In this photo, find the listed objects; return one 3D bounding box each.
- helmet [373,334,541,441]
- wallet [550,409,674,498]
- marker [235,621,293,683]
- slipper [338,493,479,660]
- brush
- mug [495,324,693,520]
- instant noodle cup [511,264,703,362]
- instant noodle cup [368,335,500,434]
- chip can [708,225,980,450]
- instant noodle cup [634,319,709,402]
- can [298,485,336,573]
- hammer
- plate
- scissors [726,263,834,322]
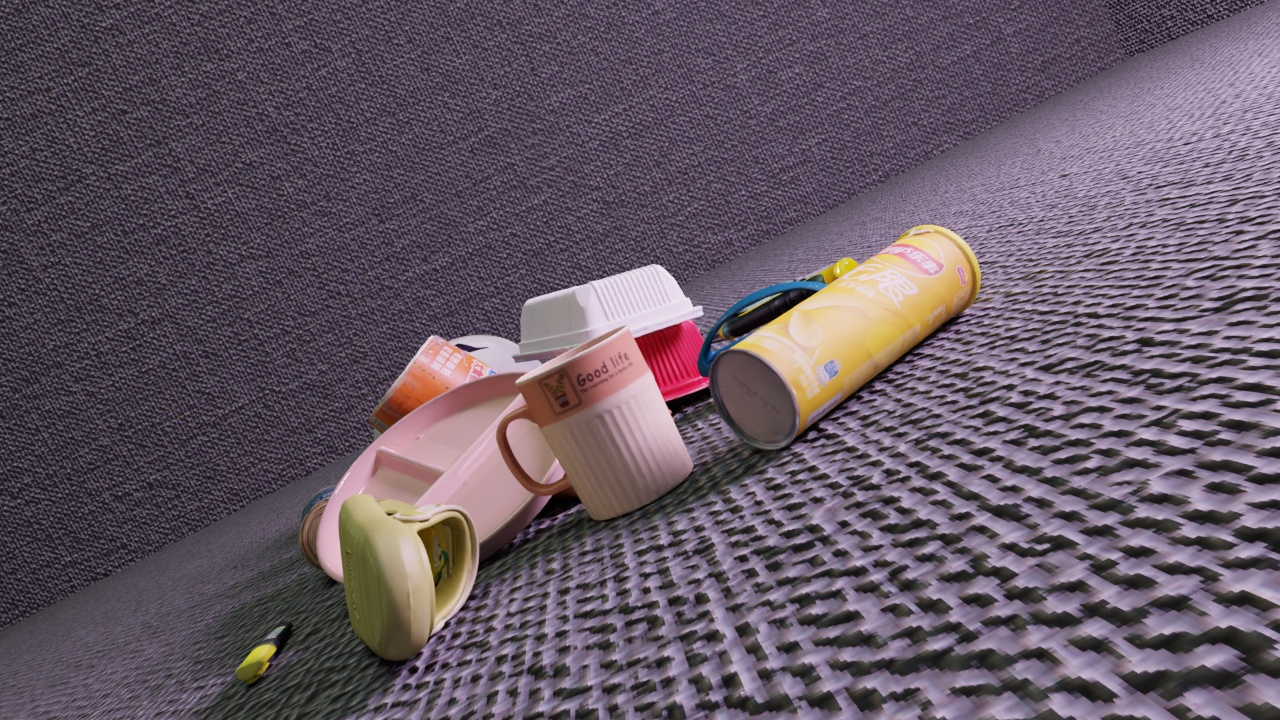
[{"bbox_3d":[-0.250,0.057,1.235,0.273,0.157,0.230,-29,6,-21],"label":"helmet"},{"bbox_3d":[-0.041,0.079,0.753,0.107,0.031,0.132,-32,9,-29],"label":"wallet"},{"bbox_3d":[-0.278,0.216,0.685,0.018,0.015,0.124,-27,3,-10],"label":"marker"},{"bbox_3d":[-0.138,0.129,0.560,0.081,0.091,0.191,-3,-2,-22],"label":"slipper"},{"bbox_3d":[0.109,-0.023,0.759,0.144,0.073,0.055,-24,11,21],"label":"brush"},{"bbox_3d":[-0.036,0.048,0.612,0.114,0.106,0.081,-27,6,3],"label":"mug"},{"bbox_3d":[-0.041,-0.046,0.871,0.137,0.060,0.174,-19,5,-31],"label":"instant noodle cup"},{"bbox_3d":[-0.221,0.051,1.020,0.151,0.111,0.151,-51,10,12],"label":"instant noodle cup"},{"bbox_3d":[0.141,-0.020,0.611,0.212,0.072,0.072,-32,8,-34],"label":"chip can"},{"bbox_3d":[-0.005,0.005,0.906,0.194,0.066,0.193,-15,6,2],"label":"instant noodle cup"},{"bbox_3d":[-0.294,0.164,0.896,0.075,0.075,0.111,-29,7,-18],"label":"can"},{"bbox_3d":[0.110,-0.040,1.019,0.125,0.032,0.324,-32,3,-43],"label":"hammer"},{"bbox_3d":[-0.152,0.093,0.729,0.230,0.028,0.229,-21,31,13],"label":"plate"},{"bbox_3d":[0.191,-0.093,1.274,0.186,0.019,0.129,-25,6,35],"label":"scissors"}]
